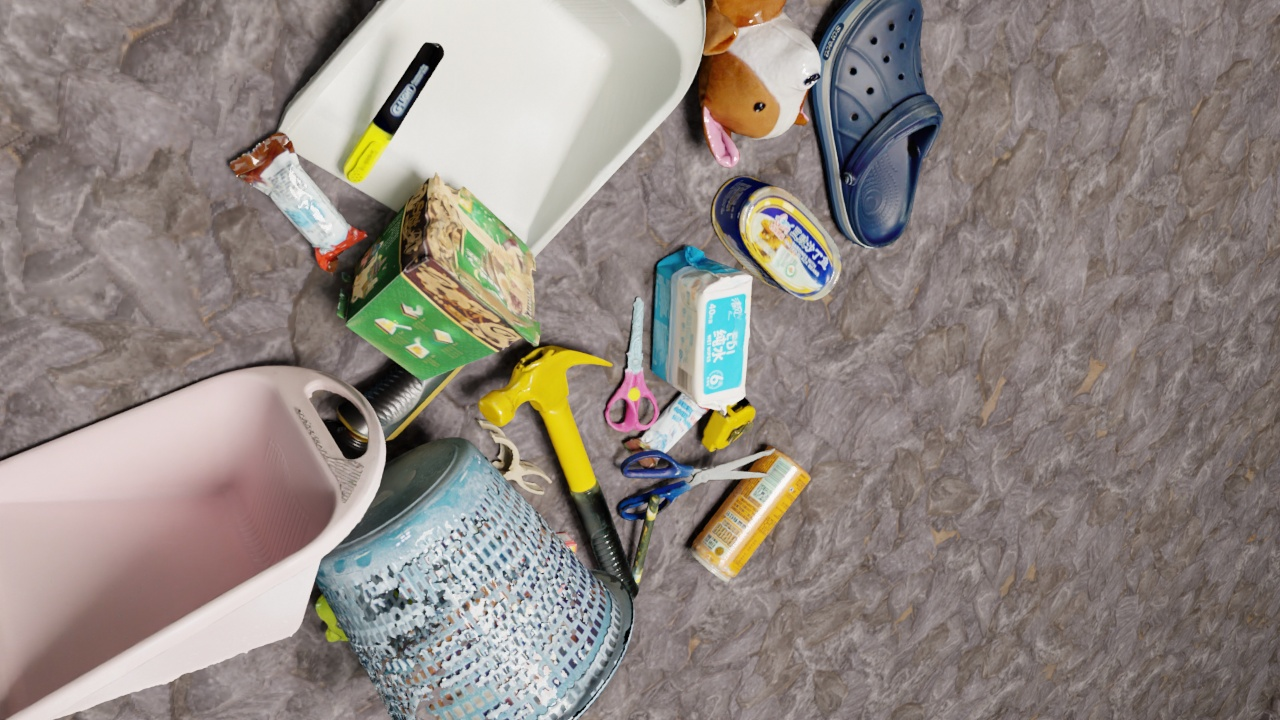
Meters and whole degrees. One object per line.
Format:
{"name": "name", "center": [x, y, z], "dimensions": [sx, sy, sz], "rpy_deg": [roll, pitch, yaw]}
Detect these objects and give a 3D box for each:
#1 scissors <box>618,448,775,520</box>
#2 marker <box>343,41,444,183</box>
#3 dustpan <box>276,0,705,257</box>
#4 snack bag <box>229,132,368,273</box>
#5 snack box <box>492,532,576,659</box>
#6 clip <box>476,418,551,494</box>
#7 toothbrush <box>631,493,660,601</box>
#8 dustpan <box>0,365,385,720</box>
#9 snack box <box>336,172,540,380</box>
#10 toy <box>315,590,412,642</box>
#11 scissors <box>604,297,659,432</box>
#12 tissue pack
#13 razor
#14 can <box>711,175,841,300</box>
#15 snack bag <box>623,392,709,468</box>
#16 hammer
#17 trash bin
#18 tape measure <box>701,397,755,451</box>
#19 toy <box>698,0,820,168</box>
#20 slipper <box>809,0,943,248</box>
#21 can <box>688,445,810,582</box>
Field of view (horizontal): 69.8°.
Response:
{"name": "scissors", "center": [0.050, 0.123, 0.928], "dimensions": [0.166, 0.012, 0.155], "rpy_deg": [24, 116, -34]}
{"name": "marker", "center": [-0.173, -0.171, 0.639], "dimensions": [0.018, 0.015, 0.124], "rpy_deg": [22, 125, -35]}
{"name": "dustpan", "center": [-0.084, -0.199, 0.652], "dimensions": [0.222, 0.143, 0.258], "rpy_deg": [30, 92, -37]}
{"name": "snack bag", "center": [-0.243, -0.112, 0.664], "dimensions": [0.045, 0.026, 0.105], "rpy_deg": [-36, 124, -2]}
{"name": "snack box", "center": [-0.110, 0.245, 0.904], "dimensions": [0.075, 0.025, 0.153], "rpy_deg": [-2, 112, -29]}
{"name": "clip", "center": [-0.118, 0.084, 0.823], "dimensions": [0.102, 0.035, 0.094], "rpy_deg": [3, 111, -37]}
{"name": "toothbrush", "center": [-0.006, 0.215, 0.947], "dimensions": [0.017, 0.012, 0.186], "rpy_deg": [2, 119, -20]}
{"name": "dustpan", "center": [-0.317, 0.092, 0.601], "dimensions": [0.272, 0.222, 0.139], "rpy_deg": [-5, 127, -43]}
{"name": "snack box", "center": [-0.152, -0.054, 0.691], "dimensions": [0.106, 0.118, 0.117], "rpy_deg": [-32, 129, 20]}
{"name": "toy", "center": [-0.235, 0.202, 0.807], "dimensions": [0.100, 0.031, 0.097], "rpy_deg": [8, 103, -37]}
{"name": "scissors", "center": [-0.005, 0.005, 0.867], "dimensions": [0.054, 0.017, 0.133], "rpy_deg": [-1, 109, -13]}
{"name": "tissue pack", "center": [0.057, -0.028, 0.843], "dimensions": [0.063, 0.090, 0.140], "rpy_deg": [-11, 116, -26]}
{"name": "razor", "center": [-0.189, 0.025, 0.748], "dimensions": [0.167, 0.062, 0.068], "rpy_deg": [-45, 157, -13]}
{"name": "can", "center": [0.131, -0.114, 0.874], "dimensions": [0.148, 0.049, 0.074], "rpy_deg": [38, 89, -37]}
{"name": "snack bag", "center": [0.033, 0.062, 0.909], "dimensions": [0.104, 0.026, 0.048], "rpy_deg": [-43, 122, -8]}
{"name": "hammer", "center": [-0.052, 0.116, 0.855], "dimensions": [0.128, 0.033, 0.301], "rpy_deg": [-40, 129, -33]}
{"name": "trash bin", "center": [-0.148, 0.177, 0.726], "dimensions": [0.226, 0.227, 0.195], "rpy_deg": [-35, 109, -14]}
{"name": "tape measure", "center": [0.092, 0.065, 0.930], "dimensions": [0.057, 0.029, 0.060], "rpy_deg": [-26, 151, -38]}
{"name": "toy", "center": [0.098, -0.266, 0.749], "dimensions": [0.140, 0.130, 0.200], "rpy_deg": [-26, 132, -26]}
{"name": "slipper", "center": [0.227, -0.217, 0.861], "dimensions": [0.105, 0.095, 0.253], "rpy_deg": [-23, 125, -24]}
{"name": "can", "center": [0.117, 0.164, 0.985], "dimensions": [0.058, 0.058, 0.146], "rpy_deg": [39, 89, -37]}
